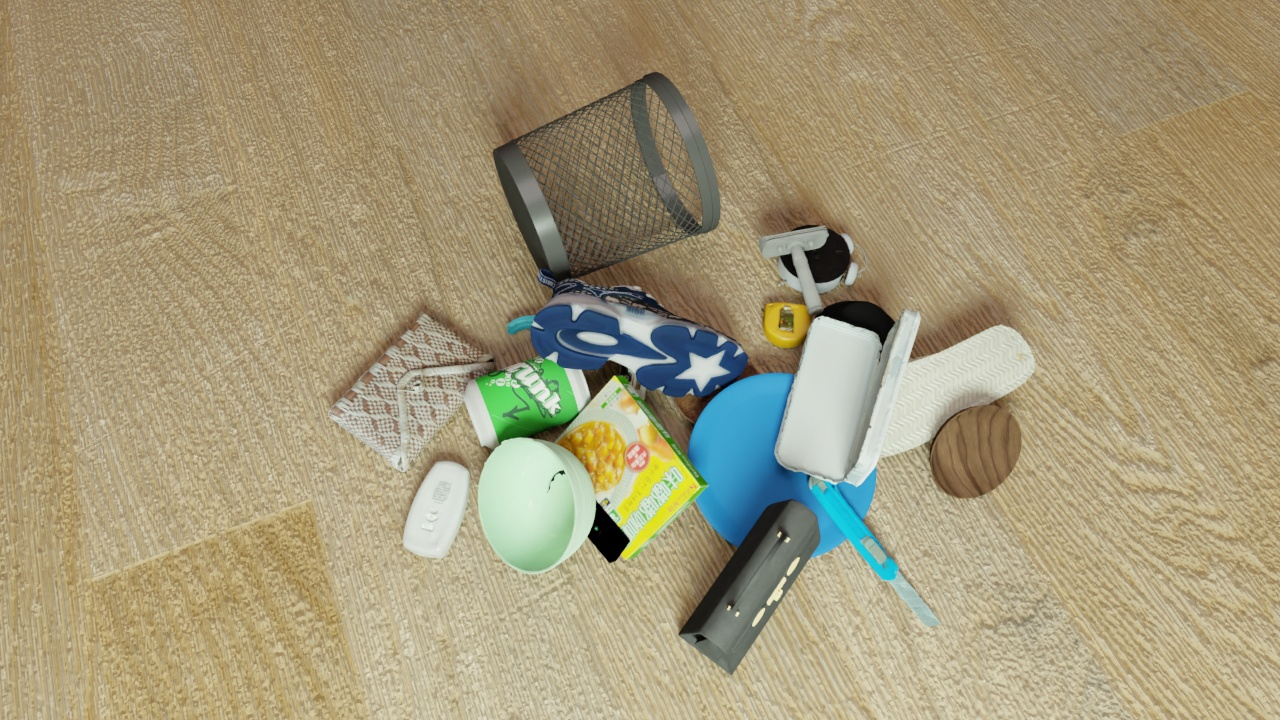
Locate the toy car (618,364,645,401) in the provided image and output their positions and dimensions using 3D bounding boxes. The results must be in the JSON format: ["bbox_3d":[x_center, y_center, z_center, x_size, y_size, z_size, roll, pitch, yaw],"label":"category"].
[{"bbox_3d":[-0.007,0.007,1.159,0.039,0.039,0.112,18,60,-15],"label":"toy car"}]

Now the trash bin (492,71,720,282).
[{"bbox_3d":[-0.048,-0.226,1.189,0.227,0.218,0.217,-24,64,-9],"label":"trash bin"}]

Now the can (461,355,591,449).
[{"bbox_3d":[-0.137,0.046,1.105,0.139,0.088,0.087,-20,64,-12],"label":"can"}]

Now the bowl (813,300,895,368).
[{"bbox_3d":[0.282,-0.038,1.177,0.124,0.053,0.123,0,61,-1],"label":"bowl"}]

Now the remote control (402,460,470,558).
[{"bbox_3d":[-0.235,0.172,1.068,0.060,0.028,0.114,11,62,5],"label":"remote control"}]

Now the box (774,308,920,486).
[{"bbox_3d":[0.241,0.033,1.052,0.129,0.105,0.210,15,66,5],"label":"box"}]

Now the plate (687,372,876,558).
[{"bbox_3d":[0.167,0.125,1.090,0.224,0.024,0.224,1,73,-3],"label":"plate"}]

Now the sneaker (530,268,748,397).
[{"bbox_3d":[0.000,-0.044,1.112,0.269,0.103,0.132,13,36,-15],"label":"sneaker"}]

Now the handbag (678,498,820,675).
[{"bbox_3d":[0.119,0.221,0.937,0.072,0.196,0.175,34,74,14],"label":"handbag"}]

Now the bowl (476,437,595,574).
[{"bbox_3d":[-0.106,0.158,1.032,0.076,0.151,0.151,-4,50,-53],"label":"bowl"}]

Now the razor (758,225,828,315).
[{"bbox_3d":[0.211,-0.113,1.186,0.088,0.047,0.116,-11,70,-6],"label":"razor"}]

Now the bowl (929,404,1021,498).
[{"bbox_3d":[0.389,0.103,1.087,0.119,0.119,0.032,-15,21,-9],"label":"bowl"}]

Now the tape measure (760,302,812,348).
[{"bbox_3d":[0.189,-0.047,1.194,0.068,0.030,0.058,7,59,4],"label":"tape measure"}]

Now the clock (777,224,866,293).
[{"bbox_3d":[0.244,-0.136,1.240,0.122,0.035,0.094,-3,61,-3],"label":"clock"}]

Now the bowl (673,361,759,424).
[{"bbox_3d":[0.096,0.043,1.145,0.114,0.026,0.102,-20,63,-12],"label":"bowl"}]

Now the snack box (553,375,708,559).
[{"bbox_3d":[-0.018,0.122,1.057,0.132,0.027,0.168,-47,66,20],"label":"snack box"}]

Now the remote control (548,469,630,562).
[{"bbox_3d":[-0.070,0.168,1.063,0.150,0.034,0.013,46,26,25],"label":"remote control"}]

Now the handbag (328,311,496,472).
[{"bbox_3d":[-0.279,0.033,1.134,0.124,0.047,0.185,31,65,16],"label":"handbag"}]

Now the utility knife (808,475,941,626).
[{"bbox_3d":[0.264,0.214,1.047,0.031,0.015,0.220,-37,79,-10],"label":"utility knife"}]

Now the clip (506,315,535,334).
[{"bbox_3d":[-0.123,-0.039,1.189,0.120,0.033,0.122,18,63,13],"label":"clip"}]

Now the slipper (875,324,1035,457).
[{"bbox_3d":[0.352,0.038,1.131,0.263,0.052,0.115,-24,74,0],"label":"slipper"}]
